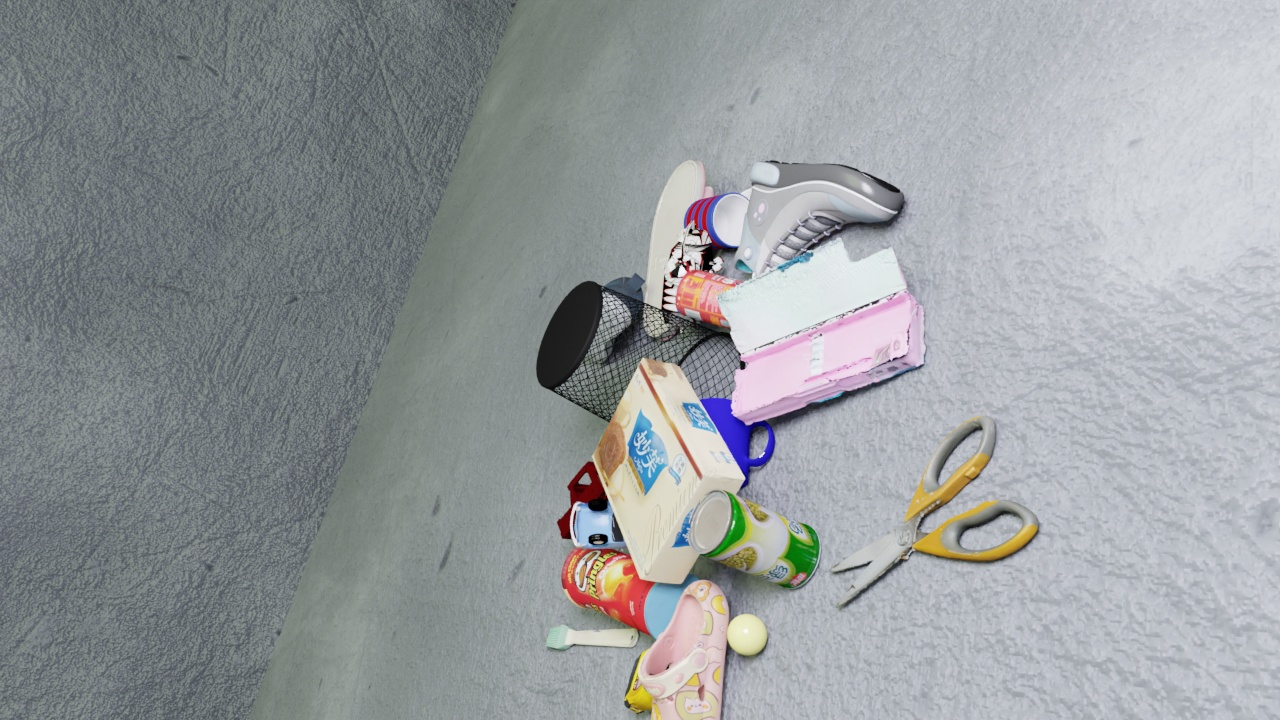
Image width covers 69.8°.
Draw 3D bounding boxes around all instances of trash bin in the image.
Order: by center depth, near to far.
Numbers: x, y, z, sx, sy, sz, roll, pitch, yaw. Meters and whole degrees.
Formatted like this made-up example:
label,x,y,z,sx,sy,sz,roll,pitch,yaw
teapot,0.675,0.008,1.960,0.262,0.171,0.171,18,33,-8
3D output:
label,x,y,z,sx,sy,sz,roll,pitch,yaw
trash bin,-0.007,0.007,1.173,0.185,0.210,0.183,-43,34,37

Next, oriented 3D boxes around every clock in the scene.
label,x,y,z,sx,sy,sz,roll,pitch,yaw
clock,0.072,-0.116,1.239,0.155,0.065,0.114,87,-162,-45

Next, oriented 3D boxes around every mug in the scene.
label,x,y,z,sx,sy,sz,roll,pitch,yaw
mug,0.101,0.096,1.060,0.111,0.079,0.083,-11,52,25
mug,0.123,-0.205,1.288,0.111,0.075,0.076,-44,21,-18

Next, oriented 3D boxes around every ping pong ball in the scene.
label,x,y,z,sx,sy,sz,roll,pitch,yaw
ping pong ball,0.107,0.275,0.921,0.040,0.040,0.040,-43,34,37

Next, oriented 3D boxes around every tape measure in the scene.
label,x,y,z,sx,sy,sz,roll,pitch,yaw
tape measure,0.014,0.356,1.024,0.064,0.037,0.065,-47,17,42

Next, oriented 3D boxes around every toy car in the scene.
label,x,y,z,sx,sy,sz,roll,pitch,yaw
toy car,-0.007,0.198,1.105,0.055,0.153,0.056,85,-177,-63
toy car,-0.048,0.173,1.245,0.170,0.070,0.061,-51,46,27

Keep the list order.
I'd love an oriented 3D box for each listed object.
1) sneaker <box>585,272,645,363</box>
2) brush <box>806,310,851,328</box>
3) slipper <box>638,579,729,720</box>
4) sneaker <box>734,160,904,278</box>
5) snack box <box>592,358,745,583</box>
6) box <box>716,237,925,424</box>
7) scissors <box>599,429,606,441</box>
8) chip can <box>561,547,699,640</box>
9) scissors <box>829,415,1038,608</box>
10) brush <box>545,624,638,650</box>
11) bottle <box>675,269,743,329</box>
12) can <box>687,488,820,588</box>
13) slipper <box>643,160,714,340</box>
label,x,y,z,sx,sy,sz,roll,pitch,yaw
sneaker,-0.053,-0.069,1.449,0.087,0.089,0.236,-51,4,-25
brush,0.193,-0.006,1.033,0.126,0.017,0.048,-63,26,2
slipper,0.035,0.324,0.948,0.093,0.081,0.197,-8,70,64
sneaker,0.196,-0.151,1.091,0.257,0.093,0.160,34,106,62
snack box,0.023,0.117,1.017,0.154,0.055,0.207,-63,31,26
box,0.188,-0.032,0.984,0.231,0.061,0.160,-23,67,42
scissors,-0.030,0.147,1.317,0.173,0.021,0.171,-52,33,17
chip can,-0.012,0.273,1.092,0.214,0.087,0.087,-2,66,60
scissors,0.248,0.154,0.795,0.226,0.016,0.175,-55,27,19
brush,-0.065,0.362,1.199,0.218,0.012,0.033,-22,48,52
bottle,0.115,-0.069,1.136,0.138,0.062,0.062,19,82,27
can,0.113,0.176,0.904,0.068,0.121,0.067,-42,34,37
slipper,0.061,-0.162,1.370,0.114,0.054,0.274,6,85,59
